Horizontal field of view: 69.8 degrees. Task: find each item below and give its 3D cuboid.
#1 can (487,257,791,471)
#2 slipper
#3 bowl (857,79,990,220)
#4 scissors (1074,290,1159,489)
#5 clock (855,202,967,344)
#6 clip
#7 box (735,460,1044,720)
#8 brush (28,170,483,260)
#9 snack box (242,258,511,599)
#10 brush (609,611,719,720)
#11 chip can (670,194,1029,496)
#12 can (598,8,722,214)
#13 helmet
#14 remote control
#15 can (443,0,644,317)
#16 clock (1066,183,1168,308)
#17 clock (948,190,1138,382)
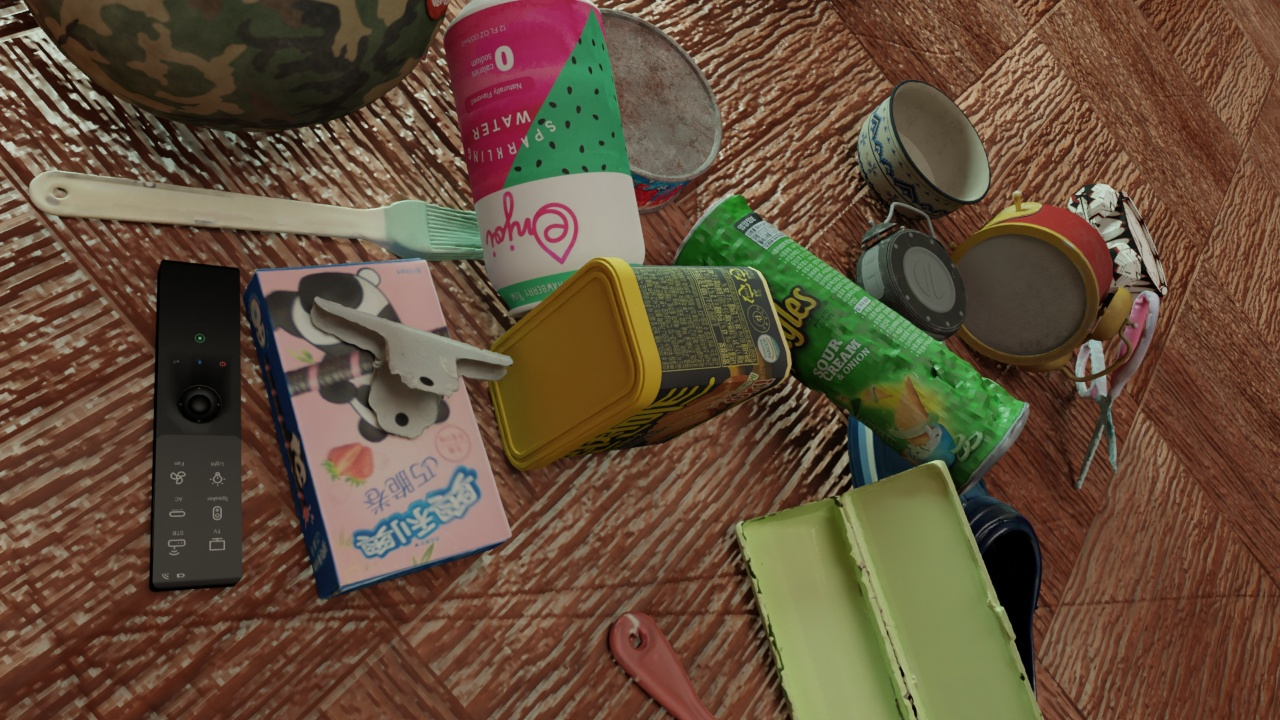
[{"bbox_3d":[-0.003,0.003,0.478,0.100,0.131,0.072,-4,71,-39],"label":"can"},{"bbox_3d":[0.213,0.126,0.594,0.105,0.095,0.252,1,71,-32],"label":"slipper"},{"bbox_3d":[0.228,-0.167,0.763,0.115,0.059,0.115,15,61,-29],"label":"bowl"},{"bbox_3d":[0.388,0.023,0.767,0.014,0.168,0.170,14,100,6],"label":"scissors"},{"bbox_3d":[0.204,-0.058,0.705,0.091,0.044,0.122,12,62,-30],"label":"clock"},{"bbox_3d":[-0.104,0.003,0.428,0.101,0.041,0.054,17,46,-28],"label":"clip"},{"bbox_3d":[0.140,0.163,0.514,0.048,0.141,0.187,17,52,-64],"label":"box"},{"bbox_3d":[-0.182,-0.074,0.468,0.217,0.012,0.033,2,67,-33],"label":"brush"},{"bbox_3d":[-0.127,0.027,0.443,0.087,0.033,0.154,-9,74,-38],"label":"snack box"},{"bbox_3d":[0.045,0.202,0.481,0.172,0.030,0.040,53,50,-2],"label":"brush"},{"bbox_3d":[0.123,-0.010,0.560,0.223,0.076,0.075,39,49,14],"label":"chip can"},{"bbox_3d":[-0.011,-0.164,0.607,0.129,0.044,0.129,15,61,-29],"label":"can"},{"bbox_3d":[-0.174,-0.228,0.422,0.223,0.193,0.236,-15,104,-25],"label":"helmet"},{"bbox_3d":[-0.197,0.025,0.408,0.034,0.013,0.150,4,66,-33],"label":"remote control"},{"bbox_3d":[-0.052,-0.112,0.506,0.088,0.088,0.166,-11,90,-38],"label":"can"},{"bbox_3d":[0.442,-0.105,0.875,0.154,0.065,0.114,16,60,-46],"label":"clock"},{"bbox_3d":[0.326,-0.053,0.739,0.159,0.117,0.081,50,46,5],"label":"clock"}]
